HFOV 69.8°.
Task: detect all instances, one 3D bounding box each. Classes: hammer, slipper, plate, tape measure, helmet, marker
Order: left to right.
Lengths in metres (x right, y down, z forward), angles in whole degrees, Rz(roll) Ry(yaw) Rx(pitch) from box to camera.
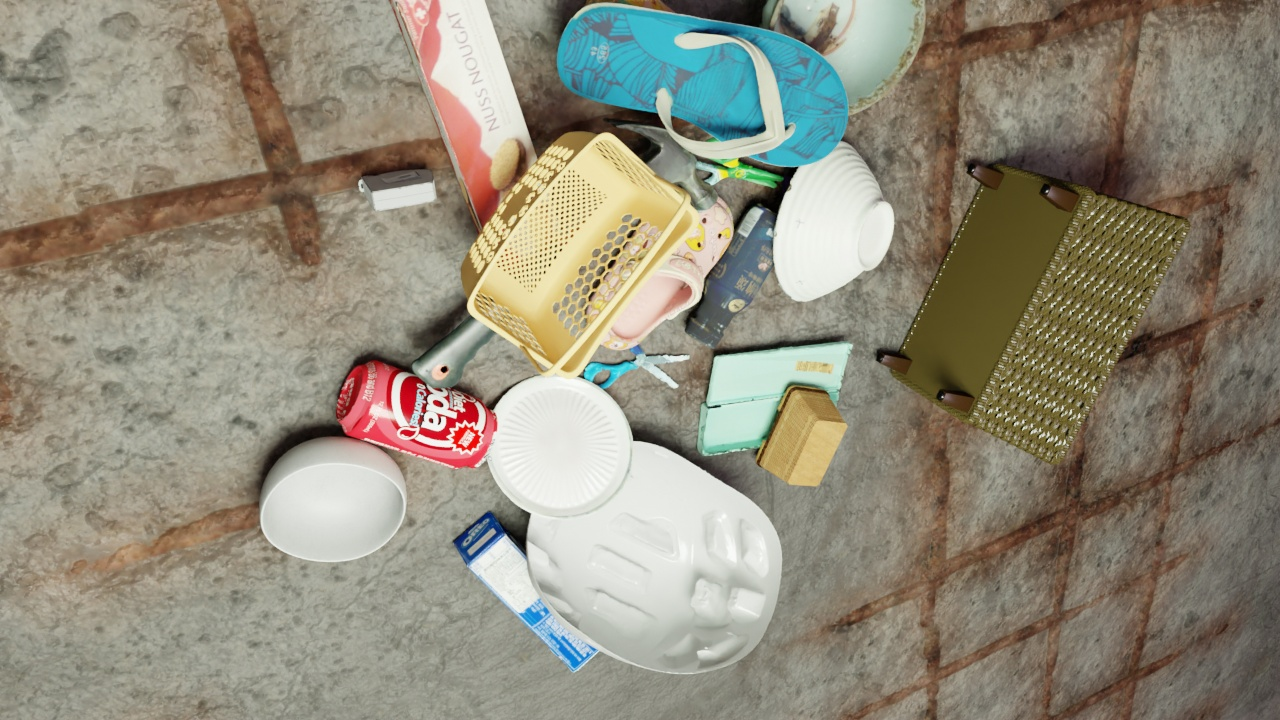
[{"bbox_3d":[-0.211,-0.152,0.805,0.062,0.060,0.020,-13,118,-19],"label":"tape measure"},{"bbox_3d":[-0.081,-0.093,0.866,0.333,0.033,0.133,-43,126,-3],"label":"hammer"},{"bbox_3d":[-0.083,0.089,0.954,0.157,0.014,0.156,6,68,-15],"label":"plate"},{"bbox_3d":[0.001,0.215,0.993,0.282,0.184,0.223,29,58,-28],"label":"helmet"},{"bbox_3d":[0.027,-0.089,0.935,0.197,0.081,0.093,-48,123,-3],"label":"slipper"},{"bbox_3d":[0.071,-0.242,0.819,0.294,0.060,0.118,9,121,-23],"label":"slipper"},{"bbox_3d":[0.164,-0.213,0.985,0.015,0.018,0.134,-20,122,-40],"label":"marker"}]

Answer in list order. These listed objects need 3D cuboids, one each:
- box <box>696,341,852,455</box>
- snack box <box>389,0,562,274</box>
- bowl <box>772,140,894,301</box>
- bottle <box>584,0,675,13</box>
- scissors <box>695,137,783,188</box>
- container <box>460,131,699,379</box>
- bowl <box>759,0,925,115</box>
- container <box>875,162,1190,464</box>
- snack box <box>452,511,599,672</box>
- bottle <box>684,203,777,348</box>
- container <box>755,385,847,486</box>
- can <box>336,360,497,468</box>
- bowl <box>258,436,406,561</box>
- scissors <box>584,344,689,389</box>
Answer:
[{"bbox_3d":[0.160,0.043,1.096,0.186,0.033,0.136,-5,115,-24],"label":"box"},{"bbox_3d":[-0.140,-0.203,0.825,0.076,0.044,0.273,-26,122,-15],"label":"snack box"},{"bbox_3d":[0.221,-0.140,0.980,0.176,0.071,0.177,-25,126,-41],"label":"bowl"},{"bbox_3d":[0.040,-0.277,0.865,0.209,0.068,0.068,27,99,-33],"label":"bottle"},{"bbox_3d":[0.098,-0.194,0.959,0.130,0.014,0.071,13,136,-42],"label":"scissors"},{"bbox_3d":[-0.051,-0.088,0.764,0.129,0.167,0.183,36,95,-35],"label":"container"},{"bbox_3d":[0.180,-0.327,0.887,0.159,0.093,0.160,-8,126,-12],"label":"bowl"},{"bbox_3d":[0.450,-0.069,1.104,0.204,0.176,0.321,15,105,-27],"label":"container"},{"bbox_3d":[-0.122,0.268,1.047,0.059,0.059,0.226,-40,125,-8],"label":"snack box"},{"bbox_3d":[0.103,-0.090,0.991,0.056,0.056,0.161,25,101,-33],"label":"bottle"},{"bbox_3d":[0.194,0.094,1.088,0.063,0.061,0.114,8,114,-30],"label":"container"},{"bbox_3d":[-0.216,0.055,0.891,0.142,0.074,0.074,24,101,-32],"label":"can"},{"bbox_3d":[-0.295,0.126,0.885,0.131,0.064,0.132,-10,129,-12],"label":"bowl"},{"bbox_3d":[0.004,-0.010,1.004,0.133,0.015,0.104,-2,112,-25],"label":"scissors"}]
